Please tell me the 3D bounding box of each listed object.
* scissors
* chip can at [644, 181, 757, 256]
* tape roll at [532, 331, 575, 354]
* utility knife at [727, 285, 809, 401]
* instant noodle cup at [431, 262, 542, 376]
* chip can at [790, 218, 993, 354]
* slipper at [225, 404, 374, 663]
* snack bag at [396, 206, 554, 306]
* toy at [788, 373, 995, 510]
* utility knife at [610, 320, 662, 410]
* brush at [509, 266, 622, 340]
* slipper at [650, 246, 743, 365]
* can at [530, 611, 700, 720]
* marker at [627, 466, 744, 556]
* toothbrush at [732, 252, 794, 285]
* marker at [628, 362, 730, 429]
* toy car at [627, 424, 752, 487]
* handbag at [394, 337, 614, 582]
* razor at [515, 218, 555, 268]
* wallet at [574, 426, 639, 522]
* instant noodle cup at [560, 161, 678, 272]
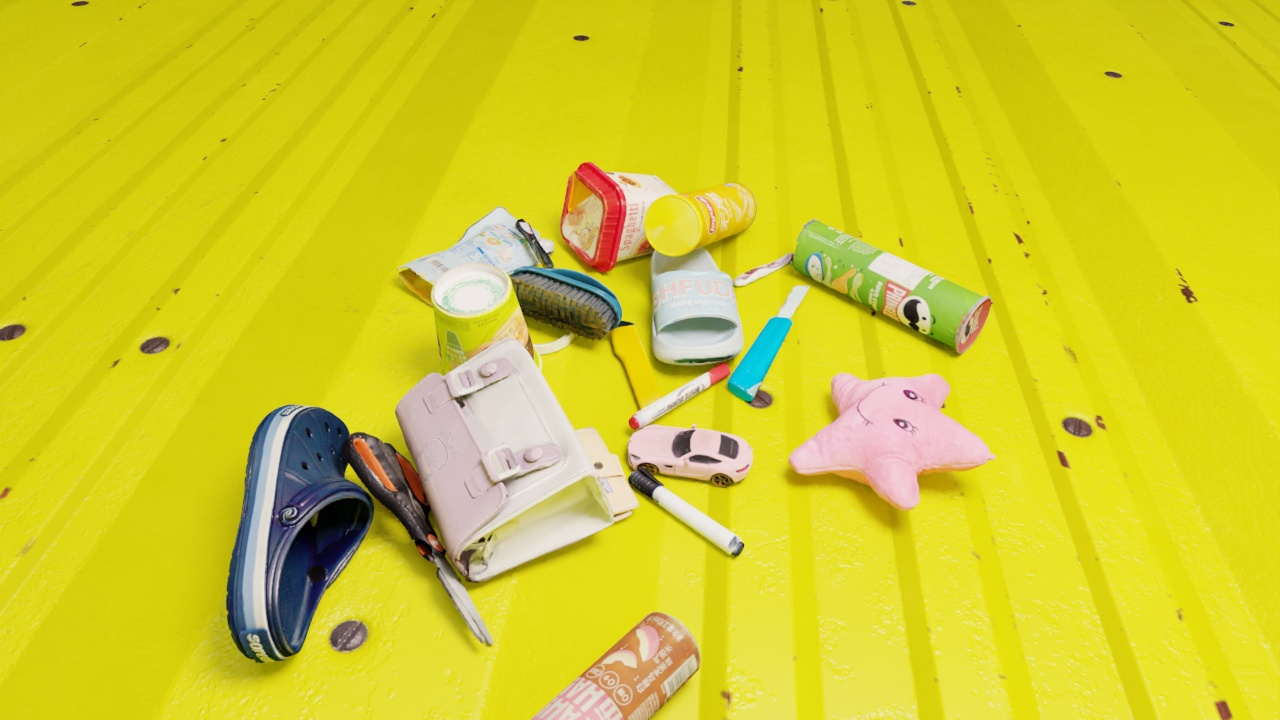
[{"bbox_3d":[-0.179,0.152,0.799,0.022,0.152,0.234,-42,83,3],"label":"scissors"},{"bbox_3d":[0.080,-0.177,1.131,0.072,0.072,0.212,20,22,20],"label":"chip can"},{"bbox_3d":[-0.117,-0.038,1.051,0.086,0.014,0.085,1,39,-1],"label":"tape roll"},{"bbox_3d":[0.152,-0.029,1.049,0.034,0.018,0.224,17,43,20],"label":"utility knife"},{"bbox_3d":[-0.164,-0.030,0.943,0.112,0.124,0.111,-2,47,2],"label":"instant noodle cup"},{"bbox_3d":[0.293,-0.092,1.092,0.236,0.072,0.072,32,48,31],"label":"chip can"},{"bbox_3d":[-0.277,0.129,0.769,0.095,0.105,0.252,-4,41,-3],"label":"slipper"},{"bbox_3d":[-0.198,-0.128,1.136,0.110,0.039,0.190,27,44,26],"label":"snack bag"},{"bbox_3d":[0.254,0.068,0.892,0.179,0.075,0.194,14,41,27],"label":"toy"},{"bbox_3d":[-0.006,0.006,1.003,0.033,0.015,0.156,-12,42,-7],"label":"utility knife"},{"bbox_3d":[-0.083,-0.072,1.038,0.144,0.055,0.073,20,43,20],"label":"brush"},{"bbox_3d":[0.060,-0.080,1.063,0.104,0.074,0.245,-1,38,-5],"label":"slipper"},{"bbox_3d":[-0.021,0.250,0.675,0.058,0.058,0.147,32,48,31],"label":"can"},{"bbox_3d":[0.041,0.137,0.843,0.131,0.023,0.018,30,14,31],"label":"marker"},{"bbox_3d":[0.187,-0.132,1.177,0.187,0.017,0.016,-26,47,-31],"label":"toothbrush"},{"bbox_3d":[0.042,0.037,0.958,0.017,0.017,0.144,33,44,31],"label":"marker"},{"bbox_3d":[0.048,0.088,0.891,0.122,0.037,0.056,7,38,7],"label":"toy car"},{"bbox_3d":[-0.130,0.085,0.827,0.145,0.098,0.197,-30,46,-7],"label":"handbag"},{"bbox_3d":[-0.119,-0.125,1.122,0.042,0.022,0.142,-17,60,-25],"label":"razor"},{"bbox_3d":[-0.057,0.113,0.867,0.087,0.024,0.115,-18,43,-16],"label":"wallet"},{"bbox_3d":[-0.022,-0.185,1.166,0.124,0.117,0.116,-10,40,-33],"label":"instant noodle cup"}]
